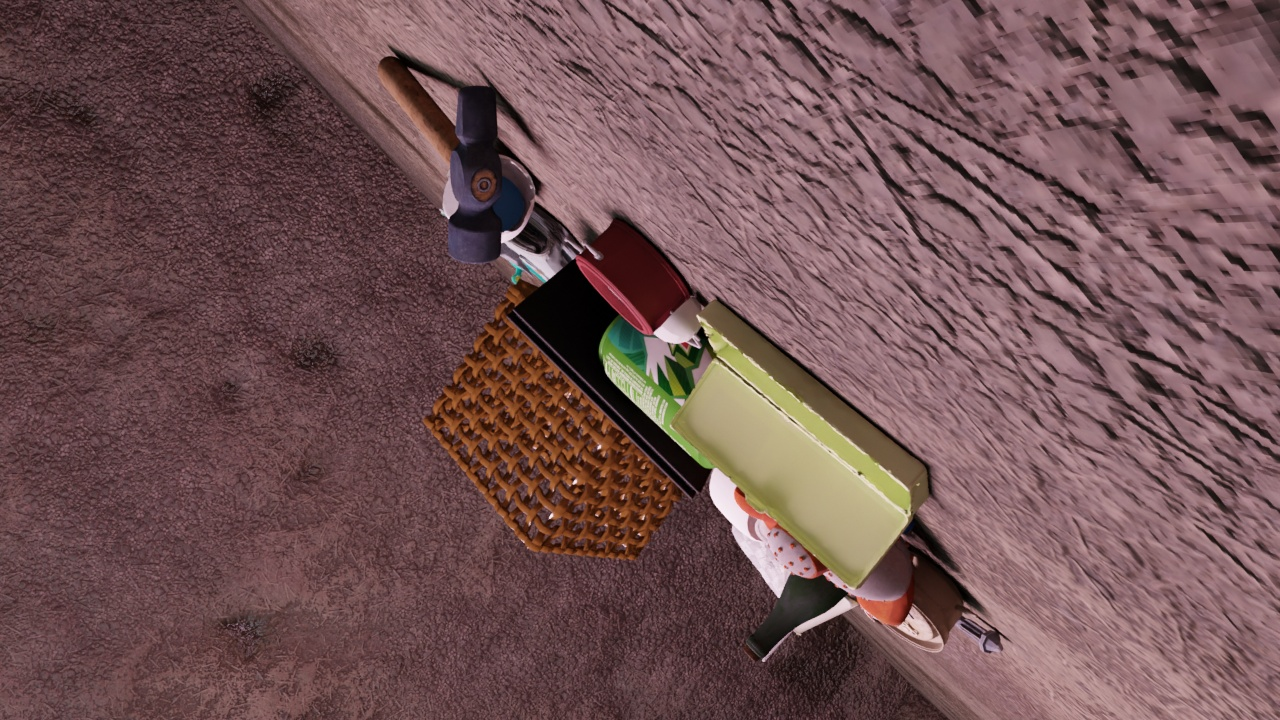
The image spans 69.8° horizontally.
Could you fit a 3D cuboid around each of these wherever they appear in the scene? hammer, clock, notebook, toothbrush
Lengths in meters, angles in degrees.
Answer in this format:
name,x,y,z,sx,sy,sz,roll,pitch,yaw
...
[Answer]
name,x,y,z,sx,sy,sz,roll,pitch,yaw
hammer,0.254,0.218,0.951,0.098,0.044,0.322,47,173,-25
clock,0.001,-0.054,0.692,0.124,0.044,0.087,47,175,-18
hammer,-0.188,-0.155,1.066,0.147,0.028,0.317,32,179,-4
notebook,-0.005,0.005,0.878,0.231,0.019,0.168,45,-149,-4
clock,0.240,0.215,0.840,0.093,0.054,0.141,45,160,4
hammer,-0.180,-0.208,0.784,0.321,0.040,0.129,-130,39,-49
toothbrush,0.204,0.287,1.091,0.010,0.181,0.010,50,168,-28

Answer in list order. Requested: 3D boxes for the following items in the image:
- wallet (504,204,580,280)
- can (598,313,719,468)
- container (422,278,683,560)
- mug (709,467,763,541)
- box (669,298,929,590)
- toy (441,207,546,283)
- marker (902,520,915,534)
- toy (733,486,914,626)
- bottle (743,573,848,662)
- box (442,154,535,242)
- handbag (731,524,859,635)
name,x,y,z,sx,sy,sz,roll,pitch,yaw
wallet,-0.090,-0.109,0.994,0.100,0.054,0.131,43,180,42
can,0.036,0.018,0.782,0.144,0.083,0.083,42,175,33
container,-0.076,0.076,1.131,0.251,0.214,0.219,42,-168,35
mug,0.131,0.127,0.931,0.115,0.094,0.068,-4,-149,-33
box,0.107,0.051,0.628,0.188,0.061,0.134,40,136,31
toy,-0.189,-0.163,1.274,0.193,0.072,0.131,37,171,-12
marker,0.163,0.089,0.743,0.142,0.013,0.013,42,175,28
toy,0.146,0.137,0.769,0.163,0.093,0.172,31,-167,-29
bottle,0.163,0.218,0.876,0.055,0.174,0.055,44,176,4
box,-0.140,-0.150,0.835,0.091,0.081,0.160,30,177,-12
handbag,0.207,0.245,1.174,0.171,0.113,0.123,55,-149,6
